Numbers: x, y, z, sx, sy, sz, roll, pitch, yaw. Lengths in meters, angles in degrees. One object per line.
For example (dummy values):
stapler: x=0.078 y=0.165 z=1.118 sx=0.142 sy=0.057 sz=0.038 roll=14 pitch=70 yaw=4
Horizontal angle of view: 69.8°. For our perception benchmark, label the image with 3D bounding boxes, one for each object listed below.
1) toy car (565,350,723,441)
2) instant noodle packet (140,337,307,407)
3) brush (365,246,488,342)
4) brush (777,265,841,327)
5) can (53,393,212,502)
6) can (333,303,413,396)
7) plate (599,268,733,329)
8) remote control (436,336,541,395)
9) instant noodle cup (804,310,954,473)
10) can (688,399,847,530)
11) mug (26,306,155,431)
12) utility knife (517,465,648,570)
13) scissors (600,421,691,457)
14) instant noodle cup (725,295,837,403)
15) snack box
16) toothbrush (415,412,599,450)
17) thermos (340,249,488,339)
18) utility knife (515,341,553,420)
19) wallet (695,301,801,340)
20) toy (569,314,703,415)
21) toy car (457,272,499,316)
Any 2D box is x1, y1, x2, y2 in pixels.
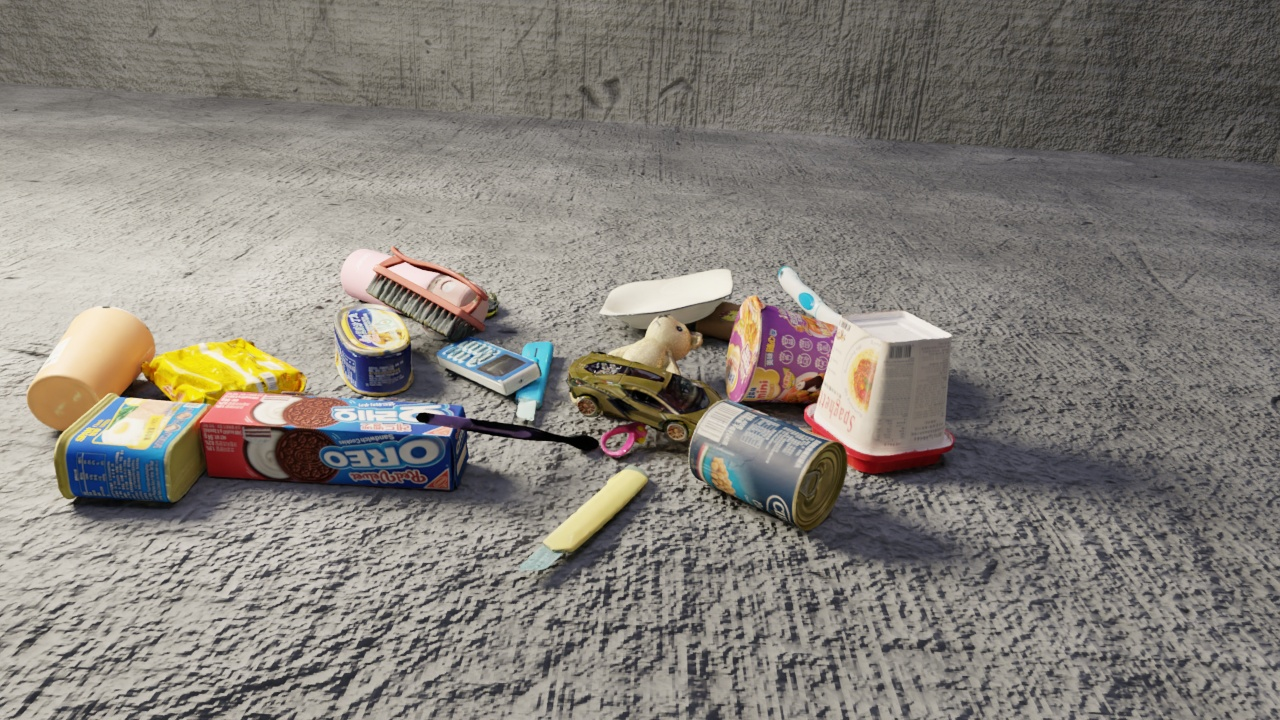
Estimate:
toy car: x=0.008 y=0.032 z=0.849 sx=0.158 sy=0.042 sz=0.070 roll=16 pitch=34 yaw=10
instant noodle packet: x=-0.394 y=0.020 z=0.875 sx=0.128 sy=0.044 sz=0.110 roll=24 pitch=28 yaw=36
brush: x=-0.241 y=-0.077 z=1.029 sx=0.146 sy=0.069 sz=0.063 roll=27 pitch=-6 yaw=20
brush: x=0.235 y=-0.041 z=1.062 sx=0.109 sy=0.061 sz=0.314 roll=17 pitch=22 yaw=-8
can: x=-0.399 y=0.071 z=0.736 sx=0.083 sy=0.057 sz=0.102 roll=5 pitch=23 yaw=-4
can: x=-0.282 y=-0.014 z=0.967 sx=0.074 sy=0.049 sz=0.148 roll=-7 pitch=25 yaw=-23
plate: x=0.036 y=-0.072 z=1.143 sx=0.164 sy=0.034 sz=0.164 roll=-9 pitch=18 yaw=9
remote control: x=-0.160 y=0.005 z=0.956 sx=0.048 sy=0.024 sz=0.125 roll=-32 pitch=34 yaw=-34
instant noodle cup: x=0.228 y=0.025 z=0.854 sx=0.116 sy=0.124 sz=0.116 roll=-5 pitch=24 yaw=-22
can: x=0.103 y=0.083 z=0.757 sx=0.111 sy=0.075 sz=0.075 roll=22 pitch=28 yaw=37
mug: x=-0.509 y=0.009 z=0.847 sx=0.078 sy=0.078 sz=0.122 roll=0 pitch=27 yaw=-9
utility knife: x=-0.039 y=0.120 z=0.720 sx=0.031 sy=0.019 sz=0.183 roll=10 pitch=17 yaw=25
scissors: x=0.015 y=0.056 z=0.864 sx=0.134 sy=0.017 sz=0.133 roll=22 pitch=40 yaw=18
instant noodle cup: x=0.150 y=-0.003 z=0.945 sx=0.099 sy=0.112 sz=0.111 roll=10 pitch=22 yaw=-8
snack box: x=-0.252 y=0.066 z=0.768 sx=0.207 sy=0.057 sz=0.058 roll=4 pitch=25 yaw=-1
toothbrush: x=-0.109 y=0.060 z=0.781 sx=0.188 sy=0.014 sz=0.017 roll=14 pitch=-2 yaw=-42
thermos: x=-0.280 y=-0.078 z=1.117 sx=0.199 sy=0.067 sz=0.087 roll=19 pitch=59 yaw=29
utility knife: x=-0.111 y=0.021 z=0.952 sx=0.034 sy=0.018 sz=0.182 roll=3 pitch=24 yaw=-3
wallet: x=0.137 y=-0.044 z=1.131 sx=0.115 sy=0.033 sz=0.090 roll=11 pitch=24 yaw=27
toy: x=-0.006 y=0.006 z=0.945 sx=0.105 sy=0.066 sz=0.156 roll=16 pitch=41 yaw=43
toy car: x=-0.225 y=-0.080 z=1.162 sx=0.105 sy=0.032 sz=0.048 roll=30 pitch=32 yaw=27
